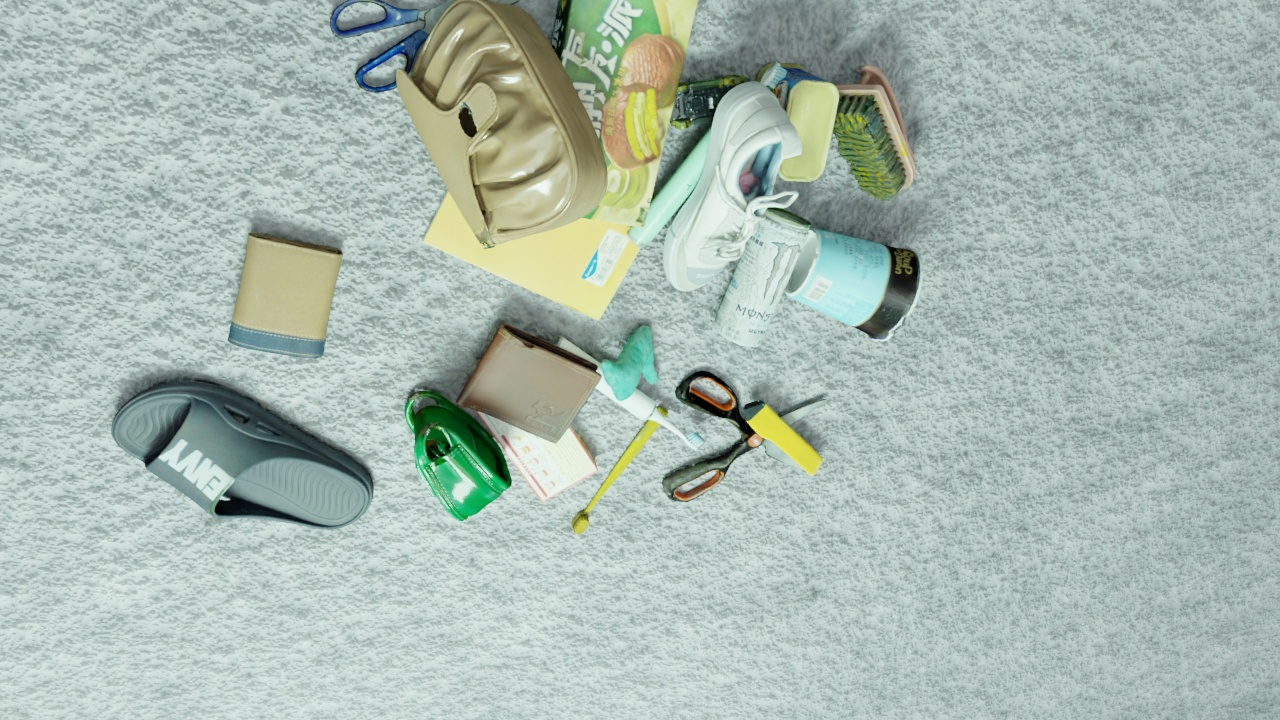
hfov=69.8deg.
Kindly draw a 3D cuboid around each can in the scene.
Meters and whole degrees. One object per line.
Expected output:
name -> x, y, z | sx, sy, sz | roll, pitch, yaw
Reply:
can -> 0.149, -0.235, 0.907 | 0.057, 0.083, 0.102 | -1, 117, -15
can -> 0.130, -0.090, 0.992 | 0.058, 0.058, 0.147 | 13, 112, -21

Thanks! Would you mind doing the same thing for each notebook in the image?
notebook -> -0.096, -0.139, 0.932 | 0.206, 0.010, 0.146 | 23, 108, -24

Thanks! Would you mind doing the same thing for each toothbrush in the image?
toothbrush -> -0.025, 0.133, 1.088 | 0.015, 0.016, 0.190 | 29, 106, -27
toothbrush -> 0.062, -0.200, 0.902 | 0.027, 0.026, 0.225 | 23, 119, -35
toothbrush -> -0.012, 0.042, 1.029 | 0.221, 0.026, 0.026 | 36, 115, -23

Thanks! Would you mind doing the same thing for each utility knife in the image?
utility knife -> 0.171, 0.093, 1.103 | 0.033, 0.015, 0.153 | -42, 122, 11

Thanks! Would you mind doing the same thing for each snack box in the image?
snack box -> -0.117, 0.084, 1.032 | 0.077, 0.027, 0.156 | -30, 120, 0
snack box -> -0.030, -0.251, 0.857 | 0.114, 0.063, 0.240 | 7, 112, -19

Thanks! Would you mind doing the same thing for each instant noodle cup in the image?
instant noodle cup -> 0.225, -0.090, 0.999 | 0.120, 0.111, 0.111 | 17, 111, -13

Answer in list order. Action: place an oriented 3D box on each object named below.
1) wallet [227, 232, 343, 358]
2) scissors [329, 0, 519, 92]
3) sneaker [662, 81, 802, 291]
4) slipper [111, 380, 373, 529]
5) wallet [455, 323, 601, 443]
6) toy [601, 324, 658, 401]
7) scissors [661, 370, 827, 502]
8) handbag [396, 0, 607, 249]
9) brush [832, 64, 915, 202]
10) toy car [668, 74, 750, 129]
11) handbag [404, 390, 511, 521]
wallet -> -0.345, -0.062, 0.892 | 0.090, 0.033, 0.115 | 10, 112, -23
scissors -> -0.189, -0.296, 0.825 | 0.171, 0.012, 0.140 | 4, 114, -18
sneaker -> 0.094, -0.144, 0.895 | 0.089, 0.090, 0.243 | -16, 146, -29
slipper -> -0.398, 0.111, 0.939 | 0.268, 0.083, 0.111 | 30, 103, -28
wallet -> -0.117, 0.028, 0.970 | 0.124, 0.032, 0.101 | 25, 109, -23
toy -> -0.006, 0.006, 1.001 | 0.091, 0.030, 0.096 | -59, 143, -32
scissors -> 0.117, 0.096, 1.106 | 0.221, 0.021, 0.234 | -43, 118, 9
handbag -> -0.126, -0.202, 0.793 | 0.148, 0.099, 0.204 | -31, 86, 30
brush -> 0.245, -0.229, 0.945 | 0.145, 0.063, 0.073 | 46, 68, -42
toy car -> 0.065, -0.256, 0.901 | 0.091, 0.036, 0.043 | -12, 120, -11
handbag -> -0.195, 0.095, 0.957 | 0.068, 0.131, 0.120 | -34, 117, -2
